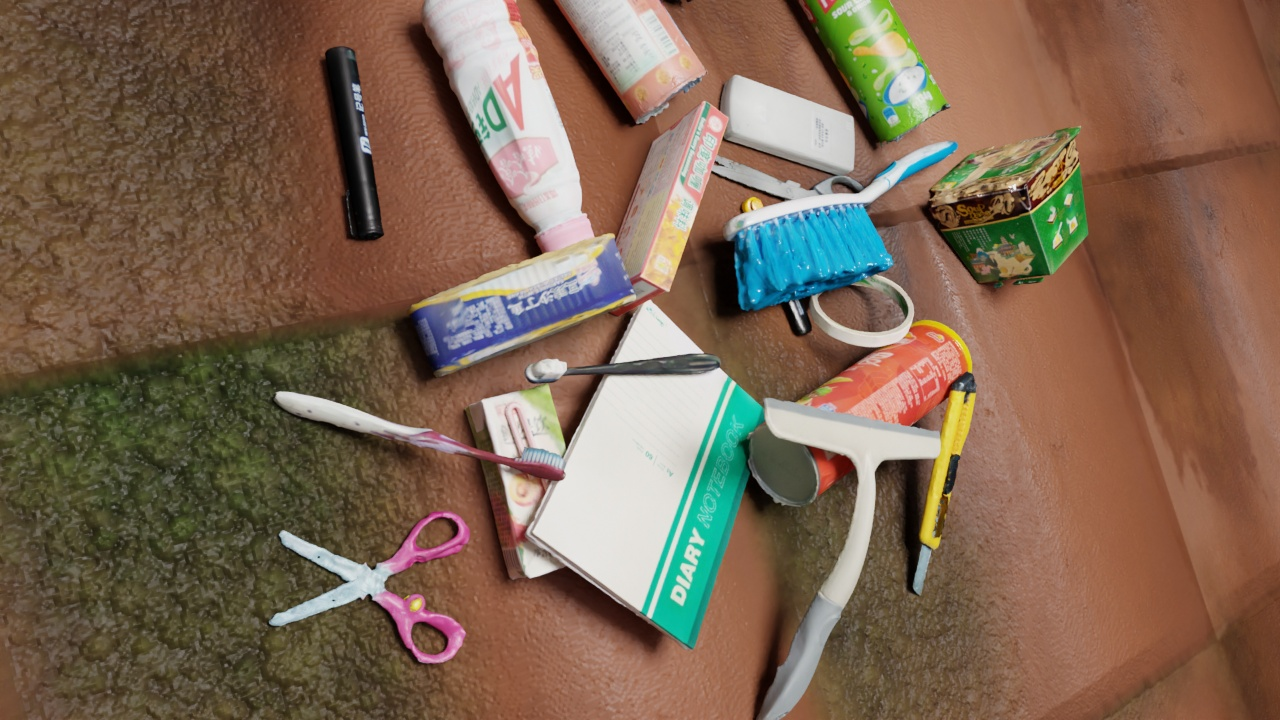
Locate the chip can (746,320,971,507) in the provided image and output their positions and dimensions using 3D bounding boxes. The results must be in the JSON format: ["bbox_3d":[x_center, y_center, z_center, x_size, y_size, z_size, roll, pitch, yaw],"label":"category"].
[{"bbox_3d":[0.181,0.038,0.737,0.216,0.073,0.073,-28,93,-36],"label":"chip can"}]

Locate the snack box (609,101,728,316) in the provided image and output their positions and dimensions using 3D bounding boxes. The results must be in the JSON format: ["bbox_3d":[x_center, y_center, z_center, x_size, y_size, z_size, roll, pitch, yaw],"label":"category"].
[{"bbox_3d":[0.015,-0.113,0.688,0.027,0.077,0.155,28,67,-22],"label":"snack box"}]

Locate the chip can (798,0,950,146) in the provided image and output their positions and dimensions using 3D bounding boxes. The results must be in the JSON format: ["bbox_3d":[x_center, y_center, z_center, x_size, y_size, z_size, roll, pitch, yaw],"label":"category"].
[{"bbox_3d":[0.192,-0.313,0.832,0.072,0.072,0.236,-36,98,-30],"label":"chip can"}]

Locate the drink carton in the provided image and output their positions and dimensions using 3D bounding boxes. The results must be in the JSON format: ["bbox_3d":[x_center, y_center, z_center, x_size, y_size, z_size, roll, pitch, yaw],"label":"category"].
[{"bbox_3d":[-0.074,0.080,0.616,0.053,0.046,0.122,-13,85,-30],"label":"drink carton"}]

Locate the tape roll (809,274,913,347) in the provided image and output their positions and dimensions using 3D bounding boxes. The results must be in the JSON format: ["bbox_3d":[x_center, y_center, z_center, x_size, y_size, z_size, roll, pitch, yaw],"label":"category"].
[{"bbox_3d":[0.185,-0.044,0.772,0.086,0.014,0.085,2,44,-2],"label":"tape roll"}]

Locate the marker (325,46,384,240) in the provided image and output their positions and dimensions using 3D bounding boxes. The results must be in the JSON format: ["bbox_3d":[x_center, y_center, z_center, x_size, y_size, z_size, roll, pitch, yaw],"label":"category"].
[{"bbox_3d":[-0.193,-0.146,0.618,0.022,0.020,0.132,-11,85,-1],"label":"marker"}]

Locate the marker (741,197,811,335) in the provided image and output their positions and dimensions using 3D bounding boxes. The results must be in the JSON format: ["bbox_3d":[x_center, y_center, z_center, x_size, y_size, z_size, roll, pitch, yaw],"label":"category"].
[{"bbox_3d":[0.116,-0.079,0.771,0.018,0.015,0.124,-23,90,-29],"label":"marker"}]

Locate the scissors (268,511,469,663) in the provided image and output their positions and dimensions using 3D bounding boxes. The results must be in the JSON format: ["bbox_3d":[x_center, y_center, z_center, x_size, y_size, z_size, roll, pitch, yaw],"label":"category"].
[{"bbox_3d":[-0.161,0.133,0.576,0.133,0.017,0.123,33,67,-14],"label":"scissors"}]

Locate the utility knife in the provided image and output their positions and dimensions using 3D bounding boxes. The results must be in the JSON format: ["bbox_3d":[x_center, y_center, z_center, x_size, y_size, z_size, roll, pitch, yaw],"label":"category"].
[{"bbox_3d":[0.253,0.106,0.765,0.033,0.015,0.197,2,101,-42],"label":"utility knife"}]

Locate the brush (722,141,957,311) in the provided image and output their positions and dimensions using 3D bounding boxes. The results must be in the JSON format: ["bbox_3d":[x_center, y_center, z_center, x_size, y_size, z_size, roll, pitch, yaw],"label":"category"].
[{"bbox_3d":[0.192,-0.124,0.785,0.313,0.061,0.109,-16,78,-33],"label":"brush"}]

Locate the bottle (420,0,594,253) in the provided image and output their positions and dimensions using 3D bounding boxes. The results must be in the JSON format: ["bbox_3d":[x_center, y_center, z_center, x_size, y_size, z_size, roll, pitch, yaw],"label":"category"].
[{"bbox_3d":[-0.089,-0.169,0.654,0.068,0.068,0.197,-26,96,-30],"label":"bottle"}]

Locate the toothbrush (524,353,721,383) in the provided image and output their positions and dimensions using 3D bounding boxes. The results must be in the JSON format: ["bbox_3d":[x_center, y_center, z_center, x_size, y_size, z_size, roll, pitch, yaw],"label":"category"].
[{"bbox_3d":[-0.004,0.004,0.643,0.180,0.018,0.015,-3,69,-44],"label":"toothbrush"}]

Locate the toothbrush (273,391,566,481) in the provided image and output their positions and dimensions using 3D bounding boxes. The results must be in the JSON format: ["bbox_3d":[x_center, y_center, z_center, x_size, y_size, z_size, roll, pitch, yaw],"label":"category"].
[{"bbox_3d":[-0.137,0.045,0.577,0.187,0.016,0.017,15,47,-4],"label":"toothbrush"}]

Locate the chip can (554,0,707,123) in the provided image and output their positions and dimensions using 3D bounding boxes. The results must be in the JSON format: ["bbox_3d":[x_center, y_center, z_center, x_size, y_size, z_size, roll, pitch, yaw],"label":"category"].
[{"bbox_3d":[-0.035,-0.290,0.704,0.071,0.071,0.215,-39,99,-29],"label":"chip can"}]

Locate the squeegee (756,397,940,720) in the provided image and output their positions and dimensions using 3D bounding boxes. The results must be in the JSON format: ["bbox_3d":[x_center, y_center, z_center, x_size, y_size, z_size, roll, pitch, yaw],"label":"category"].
[{"bbox_3d":[0.135,0.161,0.662,0.246,0.039,0.246,12,98,-46],"label":"squeegee"}]

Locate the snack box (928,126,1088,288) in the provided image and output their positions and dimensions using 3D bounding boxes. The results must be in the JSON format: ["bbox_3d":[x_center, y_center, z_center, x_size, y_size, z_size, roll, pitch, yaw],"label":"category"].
[{"bbox_3d":[0.355,-0.140,0.867,0.117,0.118,0.105,-40,111,-29],"label":"snack box"}]

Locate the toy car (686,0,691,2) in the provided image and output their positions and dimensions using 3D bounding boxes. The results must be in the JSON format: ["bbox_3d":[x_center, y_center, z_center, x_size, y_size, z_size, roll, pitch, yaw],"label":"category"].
[{"bbox_3d":[0.038,-0.362,0.769,0.036,0.054,0.120,3,76,-25],"label":"toy car"}]

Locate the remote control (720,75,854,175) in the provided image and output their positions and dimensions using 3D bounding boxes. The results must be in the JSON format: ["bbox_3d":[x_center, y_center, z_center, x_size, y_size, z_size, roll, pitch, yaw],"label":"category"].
[{"bbox_3d":[0.130,-0.205,0.804,0.135,0.019,0.056,10,75,-26],"label":"remote control"}]

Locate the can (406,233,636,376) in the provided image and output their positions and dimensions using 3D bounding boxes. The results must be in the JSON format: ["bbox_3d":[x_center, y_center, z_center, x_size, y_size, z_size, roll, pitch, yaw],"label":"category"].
[{"bbox_3d":[-0.077,-0.037,0.615,0.148,0.075,0.049,-22,92,-13],"label":"can"}]

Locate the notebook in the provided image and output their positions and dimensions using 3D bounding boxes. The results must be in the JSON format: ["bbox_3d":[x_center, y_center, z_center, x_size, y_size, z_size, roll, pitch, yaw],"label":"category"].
[{"bbox_3d":[0.017,0.076,0.655,0.150,0.012,0.208,41,52,-23],"label":"notebook"}]

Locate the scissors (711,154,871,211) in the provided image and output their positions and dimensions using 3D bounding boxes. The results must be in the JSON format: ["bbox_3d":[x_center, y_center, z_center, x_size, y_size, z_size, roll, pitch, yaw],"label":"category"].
[{"bbox_3d":[0.132,-0.154,0.800,0.173,0.014,0.140,48,63,-8],"label":"scissors"}]
